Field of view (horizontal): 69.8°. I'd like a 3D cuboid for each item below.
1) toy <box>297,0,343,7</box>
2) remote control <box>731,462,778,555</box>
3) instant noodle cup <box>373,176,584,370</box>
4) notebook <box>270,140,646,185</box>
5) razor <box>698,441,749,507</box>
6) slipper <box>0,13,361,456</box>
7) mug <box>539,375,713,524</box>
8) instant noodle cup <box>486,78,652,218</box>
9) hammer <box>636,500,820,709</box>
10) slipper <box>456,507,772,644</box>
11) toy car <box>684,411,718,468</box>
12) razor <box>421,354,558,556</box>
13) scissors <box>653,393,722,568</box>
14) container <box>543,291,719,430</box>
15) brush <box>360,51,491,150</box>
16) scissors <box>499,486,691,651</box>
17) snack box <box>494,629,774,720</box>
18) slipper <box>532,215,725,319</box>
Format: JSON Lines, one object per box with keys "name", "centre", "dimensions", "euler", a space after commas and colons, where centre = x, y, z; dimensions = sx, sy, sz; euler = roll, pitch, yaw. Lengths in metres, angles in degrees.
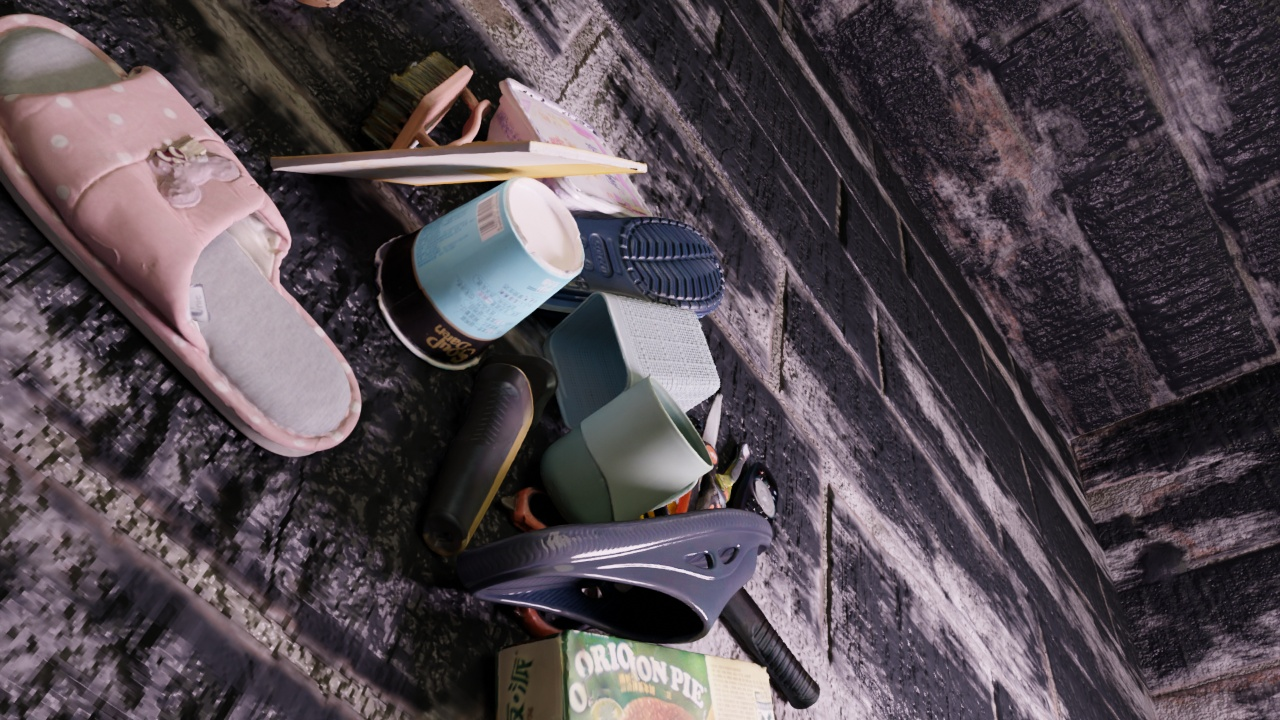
{"name": "toy", "centre": [-0.246, -0.347, 0.722], "dimensions": [0.143, 0.083, 0.225], "euler": [59, 24, -15]}
{"name": "remote control", "centre": [0.113, 0.150, 0.927], "dimensions": [0.053, 0.024, 0.136], "euler": [55, 27, -10]}
{"name": "instant noodle cup", "centre": [-0.107, -0.066, 0.647], "dimensions": [0.111, 0.121, 0.111], "euler": [40, 35, -36]}
{"name": "notebook", "centre": [-0.119, -0.131, 0.615], "dimensions": [0.145, 0.207, 0.010], "euler": [-11, 103, -62]}
{"name": "razor", "centre": [0.092, 0.113, 0.928], "dimensions": [0.042, 0.022, 0.142], "euler": [61, 27, -6]}
{"name": "slipper", "centre": [-0.241, -0.067, 0.492], "dimensions": [0.274, 0.055, 0.114], "euler": [56, 28, -11]}
{"name": "mug", "centre": [-0.006, 0.081, 0.684], "dimensions": [0.112, 0.106, 0.082], "euler": [46, 11, -46]}
{"name": "instant noodle cup", "centre": [-0.071, -0.173, 0.849], "dimensions": [0.138, 0.060, 0.173], "euler": [59, 19, 16]}
{"name": "hammer", "centre": [0.066, 0.192, 0.800], "dimensions": [0.301, 0.033, 0.128], "euler": [53, 29, -15]}
{"name": "slipper", "centre": [-0.005, 0.152, 0.611], "dimensions": [0.267, 0.111, 0.083], "euler": [10, 62, -50]}
{"name": "toy car", "centre": [0.040, 0.072, 0.865], "dimensions": [0.105, 0.031, 0.048], "euler": [40, 35, -46]}
{"name": "razor", "centre": [-0.103, 0.060, 0.622], "dimensions": [0.167, 0.062, 0.068], "euler": [-72, 159, -48]}
{"name": "scissors", "centre": [0.050, 0.082, 0.817], "dimensions": [0.125, 0.022, 0.234], "euler": [40, 34, -35]}
{"name": "container", "centre": [-0.005, 0.004, 0.762], "dimensions": [0.111, 0.090, 0.090], "euler": [4, 60, -42]}
{"name": "brush", "centre": [-0.162, -0.199, 0.733], "dimensions": [0.073, 0.063, 0.145], "euler": [36, 27, -12]}
{"name": "scissors", "centre": [-0.031, 0.180, 0.667], "dimensions": [0.213, 0.015, 0.197], "euler": [-3, 68, -61]}
{"name": "snack box", "centre": [0.009, 0.252, 0.602], "dimensions": [0.240, 0.063, 0.114], "euler": [28, 48, -47]}
{"name": "slipper", "centre": [-0.031, -0.068, 0.817], "dimensions": [0.252, 0.095, 0.105], "euler": [-1, 63, -40]}
